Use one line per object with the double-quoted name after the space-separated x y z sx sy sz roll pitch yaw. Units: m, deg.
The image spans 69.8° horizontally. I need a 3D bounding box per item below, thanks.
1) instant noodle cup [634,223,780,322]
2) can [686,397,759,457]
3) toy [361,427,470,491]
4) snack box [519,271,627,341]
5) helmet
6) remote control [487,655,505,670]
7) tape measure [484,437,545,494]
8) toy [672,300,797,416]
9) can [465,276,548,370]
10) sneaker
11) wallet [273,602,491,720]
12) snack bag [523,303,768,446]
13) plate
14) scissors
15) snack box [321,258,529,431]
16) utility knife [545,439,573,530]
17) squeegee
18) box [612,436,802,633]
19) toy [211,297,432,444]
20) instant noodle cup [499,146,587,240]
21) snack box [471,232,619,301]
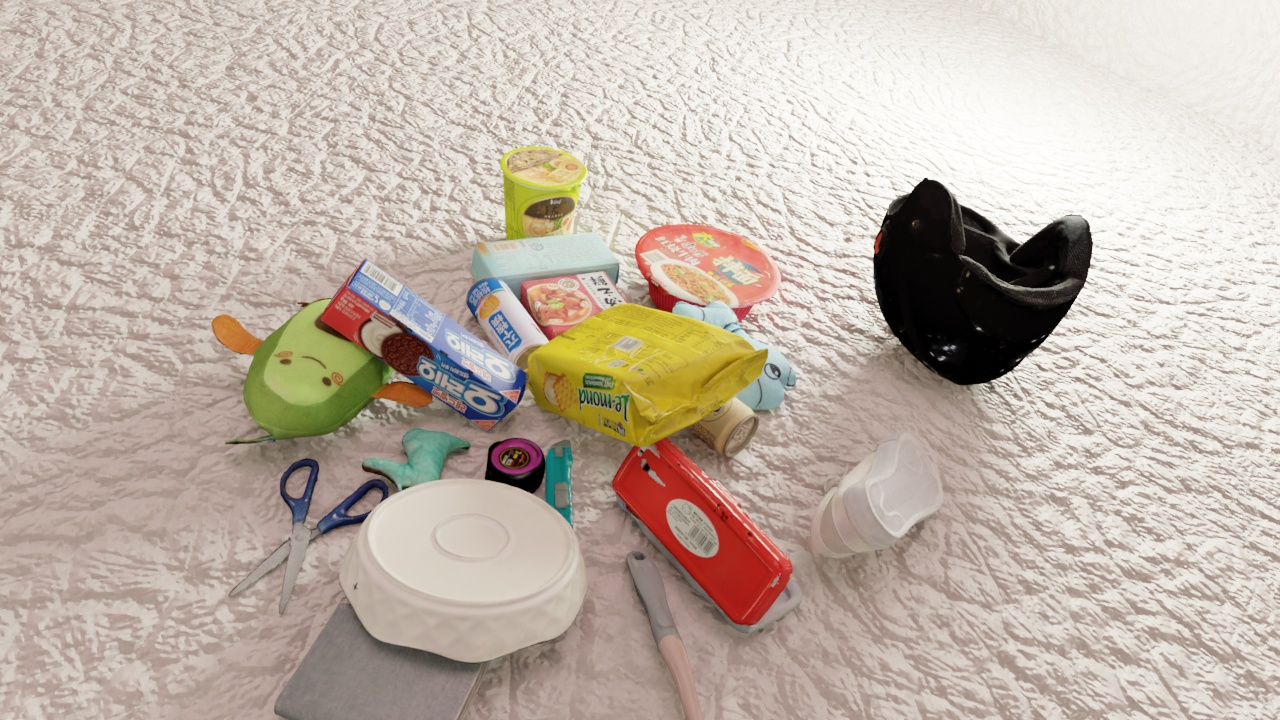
0.080 -0.103 1.191 0.194 0.066 0.193 9 38 -7 "instant noodle cup"
0.068 0.050 0.999 0.058 0.059 0.116 -26 52 -39 "can"
-0.215 0.096 0.882 0.096 0.030 0.091 15 35 -12 "toy"
-0.069 -0.049 1.097 0.113 0.044 0.127 -11 44 -27 "snack box"
0.408 -0.107 1.158 0.233 0.231 0.274 11 27 -16 "helmet"
-0.166 0.206 0.767 0.136 0.020 0.055 33 41 25 "remote control"
-0.122 0.106 0.892 0.058 0.039 0.057 1 39 -7 "tape measure"
0.110 -0.002 1.064 0.161 0.050 0.156 -2 65 -30 "toy"
-0.150 -0.038 1.052 0.053 0.053 0.134 -13 45 -30 "can"
0.234 0.142 0.926 0.089 0.091 0.241 59 31 8 "sneaker"
-0.192 0.245 0.699 0.130 0.037 0.106 18 47 9 "wallet"
-0.006 0.005 0.937 0.157 0.068 0.247 -32 27 -27 "snack bag"
-0.143 0.163 0.767 0.205 0.046 0.204 10 25 -5 "plate"
-0.297 0.145 0.813 0.162 0.012 0.163 -20 49 -35 "scissors"
-0.212 -0.013 0.924 0.207 0.058 0.057 37 32 -20 "snack box"
-0.076 0.141 0.880 0.029 0.013 0.186 -1 40 -6 "utility knife"
0.026 0.247 0.757 0.247 0.040 0.249 -2 39 -17 "squeegee"
0.067 0.160 0.861 0.098 0.095 0.201 14 23 -51 "box"
-0.317 -0.001 0.927 0.227 0.090 0.246 17 33 -3 "toy"
-0.132 -0.200 1.206 0.111 0.124 0.111 7 39 -5 "instant noodle cup"
-0.119 -0.116 1.161 0.174 0.052 0.074 -10 44 -25 "snack box"
